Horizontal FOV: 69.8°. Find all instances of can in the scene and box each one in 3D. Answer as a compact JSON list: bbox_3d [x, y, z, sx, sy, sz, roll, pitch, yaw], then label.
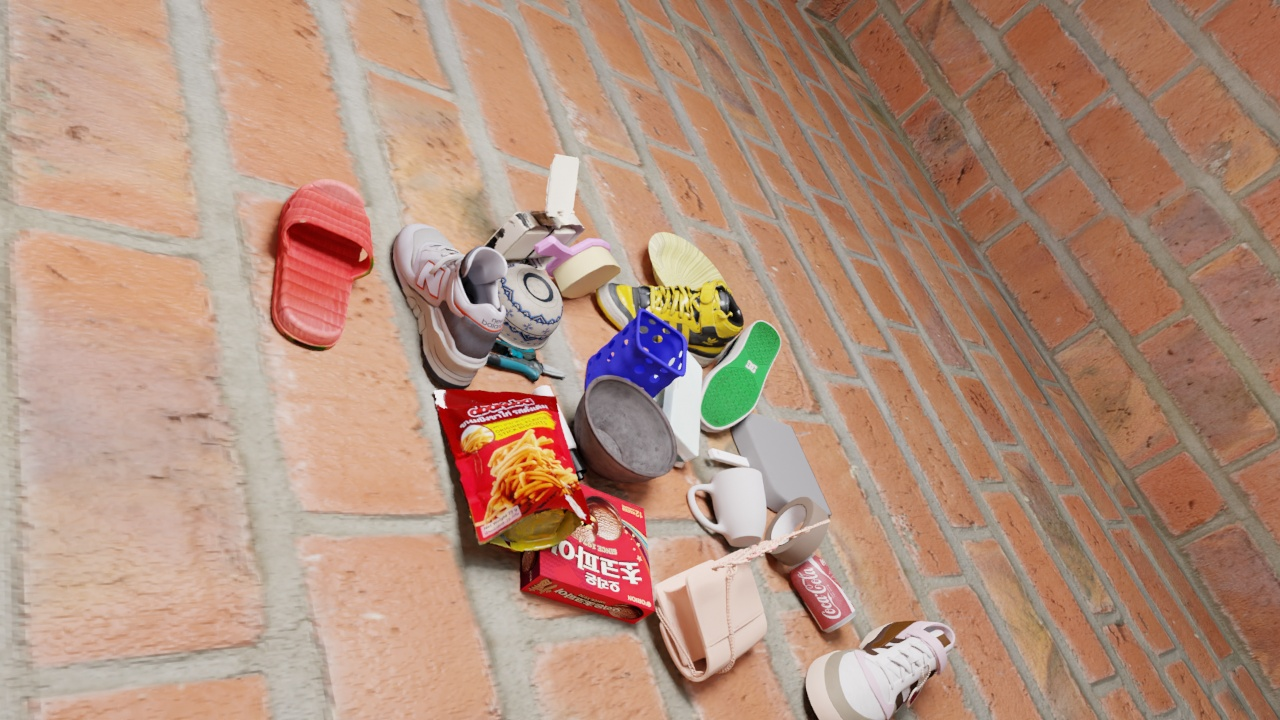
[{"bbox_3d":[0.246,0.316,1.250,0.053,0.054,0.096,-13,66,-54],"label":"can"}]

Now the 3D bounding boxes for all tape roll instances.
[{"bbox_3d":[0.214,0.234,1.259,0.030,0.094,0.093,39,34,-15],"label":"tape roll"}]

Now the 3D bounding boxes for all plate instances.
[{"bbox_3d":[0.074,-0.129,1.523,0.184,0.036,0.184,30,37,-26],"label":"plate"}]

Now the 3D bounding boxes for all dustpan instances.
[{"bbox_3d":[0.185,0.153,1.374,0.257,0.033,0.163,21,41,-50],"label":"dustpan"}]

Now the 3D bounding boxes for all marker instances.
[{"bbox_3d":[-0.097,0.088,1.106,0.025,0.025,0.125,1,56,-50],"label":"marker"}]

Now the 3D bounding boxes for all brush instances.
[{"bbox_3d":[-0.088,-0.128,1.225,0.043,0.089,0.228,60,10,6],"label":"brush"}]

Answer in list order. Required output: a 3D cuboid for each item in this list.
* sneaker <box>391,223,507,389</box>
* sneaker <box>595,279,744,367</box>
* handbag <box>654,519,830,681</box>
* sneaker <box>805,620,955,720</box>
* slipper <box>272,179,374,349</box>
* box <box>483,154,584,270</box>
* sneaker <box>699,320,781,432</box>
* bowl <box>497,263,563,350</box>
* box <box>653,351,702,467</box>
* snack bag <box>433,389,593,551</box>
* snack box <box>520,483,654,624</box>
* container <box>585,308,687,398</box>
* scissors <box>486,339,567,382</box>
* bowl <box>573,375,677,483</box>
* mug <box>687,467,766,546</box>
[{"bbox_3d":[-0.210,-0.094,1.068,0.088,0.125,0.239,9,49,-45],"label":"sneaker"},{"bbox_3d":[0.056,-0.078,1.371,0.238,0.122,0.086,24,39,-35],"label":"sneaker"},{"bbox_3d":[0.123,0.273,1.021,0.198,0.188,0.116,-2,69,-58],"label":"handbag"},{"bbox_3d":[0.330,0.405,1.197,0.293,0.117,0.111,0,56,-50],"label":"sneaker"},{"bbox_3d":[-0.343,-0.123,1.003,0.103,0.059,0.248,27,40,-31],"label":"slipper"},{"bbox_3d":[-0.129,-0.199,1.218,0.081,0.182,0.143,54,26,10],"label":"box"},{"bbox_3d":[0.139,0.035,1.412,0.084,0.079,0.234,42,50,-4],"label":"sneaker"},{"bbox_3d":[-0.148,-0.076,1.183,0.115,0.059,0.115,31,37,-26],"label":"bowl"},{"bbox_3d":[0.053,0.059,1.290,0.086,0.073,0.198,18,38,-10],"label":"box"},{"bbox_3d":[-0.137,0.107,0.985,0.138,0.067,0.207,-4,42,-21],"label":"snack bag"},{"bbox_3d":[-0.060,0.206,1.017,0.152,0.036,0.132,26,39,-31],"label":"snack box"},{"bbox_3d":[-0.007,0.007,1.213,0.084,0.114,0.085,33,36,-23],"label":"container"},{"bbox_3d":[-0.152,-0.006,1.144,0.135,0.019,0.129,49,32,-3],"label":"scissors"},{"bbox_3d":[-0.030,0.096,1.137,0.145,0.067,0.144,31,37,-26],"label":"bowl"},{"bbox_3d":[0.116,0.198,1.219,0.107,0.071,0.089,3,59,-14],"label":"mug"}]
